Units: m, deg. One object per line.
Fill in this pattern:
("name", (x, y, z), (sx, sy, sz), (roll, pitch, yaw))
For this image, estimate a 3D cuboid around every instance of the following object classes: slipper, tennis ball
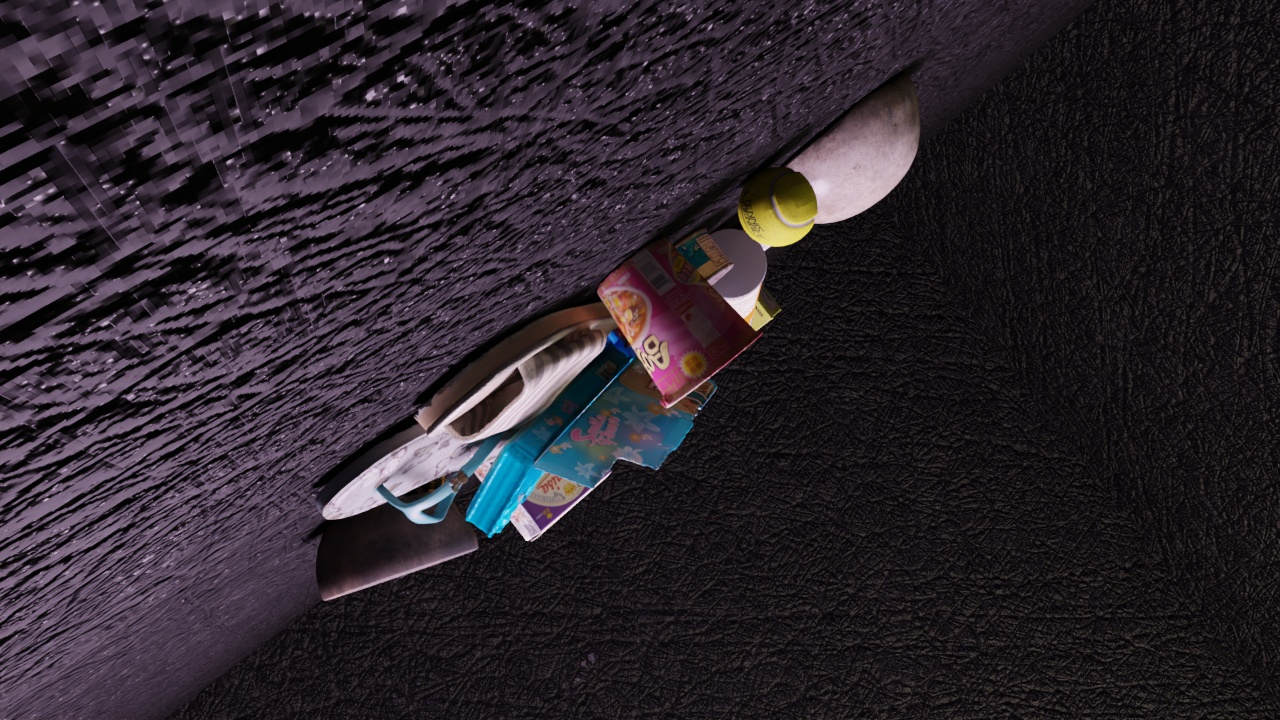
("slipper", (-0.077, 0.005, 0.719), (0.115, 0.054, 0.272), (-43, 177, 24))
("slipper", (-0.142, 0.081, 0.741), (0.098, 0.055, 0.268), (-49, 167, 22))
("tennis ball", (0.114, -0.128, 0.766), (0.065, 0.065, 0.065), (-37, 178, -1))

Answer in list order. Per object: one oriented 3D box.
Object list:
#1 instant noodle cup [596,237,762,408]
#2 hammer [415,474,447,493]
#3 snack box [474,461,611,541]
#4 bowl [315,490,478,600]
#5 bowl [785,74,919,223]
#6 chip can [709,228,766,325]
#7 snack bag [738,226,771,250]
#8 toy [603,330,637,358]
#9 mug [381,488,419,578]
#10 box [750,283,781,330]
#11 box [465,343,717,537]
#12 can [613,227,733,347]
("instant noodle cup", (0.025, -0.034, 0.724), (0.097, 0.108, 0.098), (-38, 179, -1))
("hammer", (-0.203, 0.097, 0.889), (0.123, 0.036, 0.321), (-36, 176, -21))
("snack box", (-0.130, 0.124, 1.139), (0.143, 0.148, 0.041), (-37, 179, -46))
("bowl", (-0.254, 0.186, 0.943), (0.162, 0.070, 0.162), (-19, 171, -3))
("bowl", (0.206, -0.187, 0.892), (0.178, 0.081, 0.178), (-36, 178, -2))
("chip can", (0.098, -0.078, 1.043), (0.075, 0.075, 0.215), (-37, 169, -4))
("snack bag", (0.130, -0.143, 1.123), (0.131, 0.039, 0.143), (-33, 177, 23))
("toy", (-0.006, 0.006, 0.981), (0.112, 0.176, 0.071), (-38, -144, -20))
("mug", (-0.267, 0.189, 1.068), (0.078, 0.088, 0.114), (-36, 178, -44))
("box", (0.082, -0.049, 1.344), (0.221, 0.124, 0.082), (-36, 179, 23))
("box", (-0.045, 0.055, 0.806), (0.170, 0.086, 0.226), (-18, -165, 28))
("can", (0.024, -0.068, 0.871), (0.130, 0.044, 0.130), (-37, 178, -1))
